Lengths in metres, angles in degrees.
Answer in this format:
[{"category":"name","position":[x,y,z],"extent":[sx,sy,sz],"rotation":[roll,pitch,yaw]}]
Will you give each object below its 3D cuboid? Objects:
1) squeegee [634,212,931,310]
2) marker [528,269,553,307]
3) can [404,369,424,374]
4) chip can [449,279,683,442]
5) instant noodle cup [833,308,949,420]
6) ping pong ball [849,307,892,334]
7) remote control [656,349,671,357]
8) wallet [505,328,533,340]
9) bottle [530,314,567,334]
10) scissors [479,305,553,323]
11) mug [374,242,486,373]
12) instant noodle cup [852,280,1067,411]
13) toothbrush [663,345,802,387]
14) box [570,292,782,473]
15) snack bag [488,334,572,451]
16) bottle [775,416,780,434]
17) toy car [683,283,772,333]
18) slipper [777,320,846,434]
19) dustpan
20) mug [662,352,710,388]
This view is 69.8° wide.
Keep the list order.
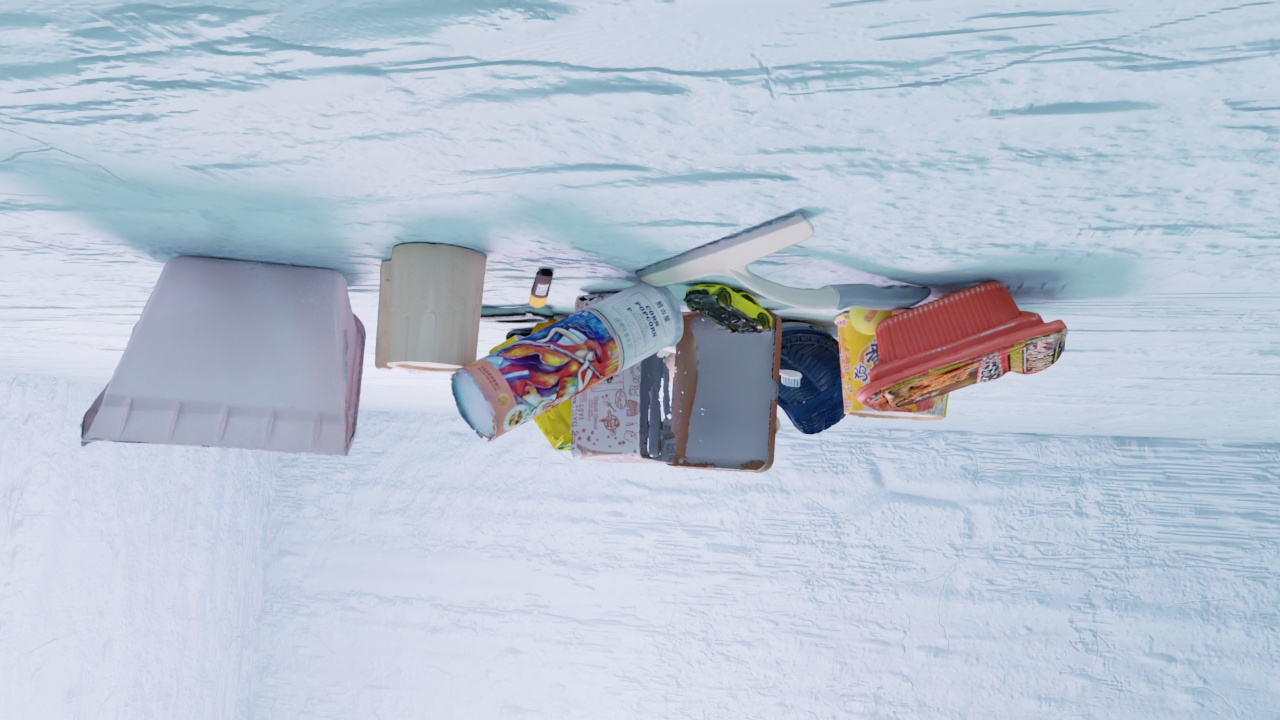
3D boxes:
[{"category":"squeegee","position":[0.158,-0.062,0.794],"extent":[0.246,0.039,0.247],"rotation":[7,172,-28]},{"category":"marker","position":[-0.099,-0.073,0.916],"extent":[0.018,0.015,0.124],"rotation":[3,170,-10]},{"category":"can","position":[-0.292,-0.014,1.274],"extent":[0.058,0.058,0.147],"rotation":[7,172,-28]},{"category":"chip can","position":[-0.063,-0.004,0.827],"extent":[0.214,0.071,0.071],"rotation":[-28,-170,-31]},{"category":"instant noodle cup","position":[0.281,0.008,1.011],"extent":[0.138,0.109,0.138],"rotation":[4,173,0]},{"category":"ping pong ball","position":[0.222,-0.045,0.887],"extent":[0.040,0.040,0.040],"rotation":[3,173,0]},{"category":"remote control","position":[-0.007,0.007,1.153],"extent":[0.135,0.019,0.056],"rotation":[-43,154,15]},{"category":"wallet","position":[-0.107,-0.030,1.243],"extent":[0.121,0.019,0.097],"rotation":[-5,171,39]},{"category":"bottle","position":[-0.060,-0.011,1.162],"extent":[0.068,0.068,0.189],"rotation":[-2,171,34]},{"category":"scissors","position":[-0.181,-0.058,1.048],"extent":[0.178,0.019,0.170],"rotation":[3,171,-6]},{"category":"mug","position":[-0.198,-0.044,0.829],"extent":[0.125,0.103,0.084],"rotation":[-3,170,39]},{"category":"instant noodle cup","position":[0.290,-0.011,0.855],"extent":[0.189,0.079,0.164],"rotation":[-22,164,18]},{"category":"toothbrush","position":[0.084,-0.008,1.055],"extent":[0.221,0.026,0.026],"rotation":[18,-149,31]},{"category":"box","position":[0.045,0.026,0.973],"extent":[0.194,0.183,0.156],"rotation":[-2,172,22]},{"category":"snack bag","position":[-0.091,0.052,1.208],"extent":[0.068,0.158,0.246],"rotation":[-45,160,12]},{"category":"bottle","position":[0.132,0.043,1.212],"extent":[0.059,0.060,0.206],"rotation":[5,-159,-16]},{"category":"toy car","position":[0.089,-0.054,0.912],"extent":[0.105,0.032,0.048],"rotation":[24,161,-39]},{"category":"slipper","position":[0.199,0.009,1.144],"extent":[0.105,0.095,0.253],"rotation":[-34,144,6]},{"category":"dustpan","position":[-0.379,0.004,0.905],"extent":[0.222,0.272,0.139],"rotation":[7,147,-11]},{"category":"mug","position":[0.092,0.002,1.170],"extent":[0.114,0.081,0.106],"rotation":[-32,-168,-12]}]
